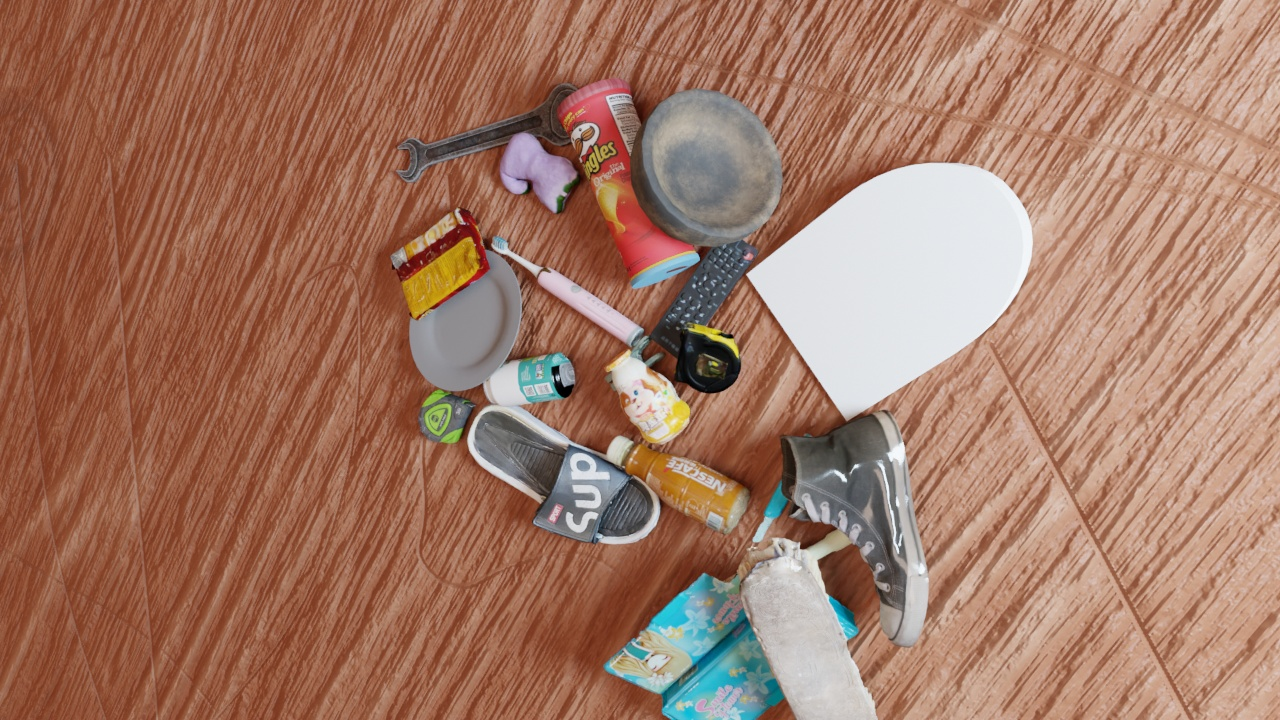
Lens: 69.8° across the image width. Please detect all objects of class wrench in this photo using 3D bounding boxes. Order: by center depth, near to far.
[{"bbox_3d":[-0.186,-0.271,1.114,0.274,0.010,0.070,-10,91,23],"label":"wrench"}]

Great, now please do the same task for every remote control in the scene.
[{"bbox_3d":[0.071,-0.073,1.021,0.047,0.022,0.150,40,106,15],"label":"remote control"}]

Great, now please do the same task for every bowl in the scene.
[{"bbox_3d":[0.061,-0.192,0.953,0.070,0.162,0.162,-28,82,64],"label":"bowl"}]

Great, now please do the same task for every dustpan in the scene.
[{"bbox_3d":[0.267,-0.088,0.941,0.258,0.053,0.191,-38,80,32],"label":"dustpan"}]

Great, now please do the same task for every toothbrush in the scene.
[{"bbox_3d":[-0.091,-0.085,1.082,0.222,0.027,0.027,34,135,16],"label":"toothbrush"}]

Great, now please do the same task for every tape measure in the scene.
[{"bbox_3d":[0.074,0.000,1.004,0.072,0.042,0.071,9,105,-4],"label":"tape measure"},{"bbox_3d":[-0.247,0.071,1.157,0.059,0.035,0.066,28,101,8],"label":"tape measure"}]

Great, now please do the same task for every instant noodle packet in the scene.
[{"bbox_3d":[-0.248,-0.118,1.129,0.136,0.039,0.098,-32,64,20],"label":"instant noodle packet"}]

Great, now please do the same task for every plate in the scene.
[{"bbox_3d":[-0.214,-0.050,1.125,0.179,0.012,0.178,-7,76,30],"label":"plate"}]

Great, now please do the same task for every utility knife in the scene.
[{"bbox_3d":[0.156,0.143,1.008,0.022,0.015,0.141,27,106,-3],"label":"utility knife"}]

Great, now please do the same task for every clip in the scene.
[{"bbox_3d":[-0.007,0.005,1.059,0.075,0.023,0.037,-42,80,22],"label":"clip"}]

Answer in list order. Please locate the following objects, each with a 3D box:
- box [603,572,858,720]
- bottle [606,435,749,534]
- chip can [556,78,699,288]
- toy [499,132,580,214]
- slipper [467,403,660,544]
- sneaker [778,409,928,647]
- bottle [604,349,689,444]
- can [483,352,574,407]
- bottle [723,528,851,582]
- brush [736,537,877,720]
[{"bbox_3d":[0.094,0.308,0.998,0.181,0.039,0.227,37,110,-16],"label":"box"},{"bbox_3d":[0.038,0.134,1.032,0.167,0.059,0.059,26,104,19],"label":"bottle"},{"bbox_3d":[-0.013,-0.193,1.010,0.087,0.087,0.213,-24,86,22],"label":"chip can"},{"bbox_3d":[-0.121,-0.217,1.078,0.099,0.036,0.080,40,124,9],"label":"toy"},{"bbox_3d":[-0.103,0.140,1.090,0.264,0.063,0.111,31,105,20],"label":"slipper"},{"bbox_3d":[0.214,0.175,0.927,0.120,0.095,0.234,-10,91,0],"label":"sneaker"},{"bbox_3d":[0.006,0.039,1.025,0.063,0.063,0.109,-36,95,21],"label":"bottle"},{"bbox_3d":[-0.132,0.024,1.094,0.102,0.054,0.055,-9,91,23],"label":"can"},{"bbox_3d":[0.150,0.234,1.004,0.185,0.045,0.045,-34,82,14],"label":"bottle"},{"bbox_3d":[0.175,0.301,0.939,0.083,0.056,0.271,-22,110,9],"label":"brush"}]
